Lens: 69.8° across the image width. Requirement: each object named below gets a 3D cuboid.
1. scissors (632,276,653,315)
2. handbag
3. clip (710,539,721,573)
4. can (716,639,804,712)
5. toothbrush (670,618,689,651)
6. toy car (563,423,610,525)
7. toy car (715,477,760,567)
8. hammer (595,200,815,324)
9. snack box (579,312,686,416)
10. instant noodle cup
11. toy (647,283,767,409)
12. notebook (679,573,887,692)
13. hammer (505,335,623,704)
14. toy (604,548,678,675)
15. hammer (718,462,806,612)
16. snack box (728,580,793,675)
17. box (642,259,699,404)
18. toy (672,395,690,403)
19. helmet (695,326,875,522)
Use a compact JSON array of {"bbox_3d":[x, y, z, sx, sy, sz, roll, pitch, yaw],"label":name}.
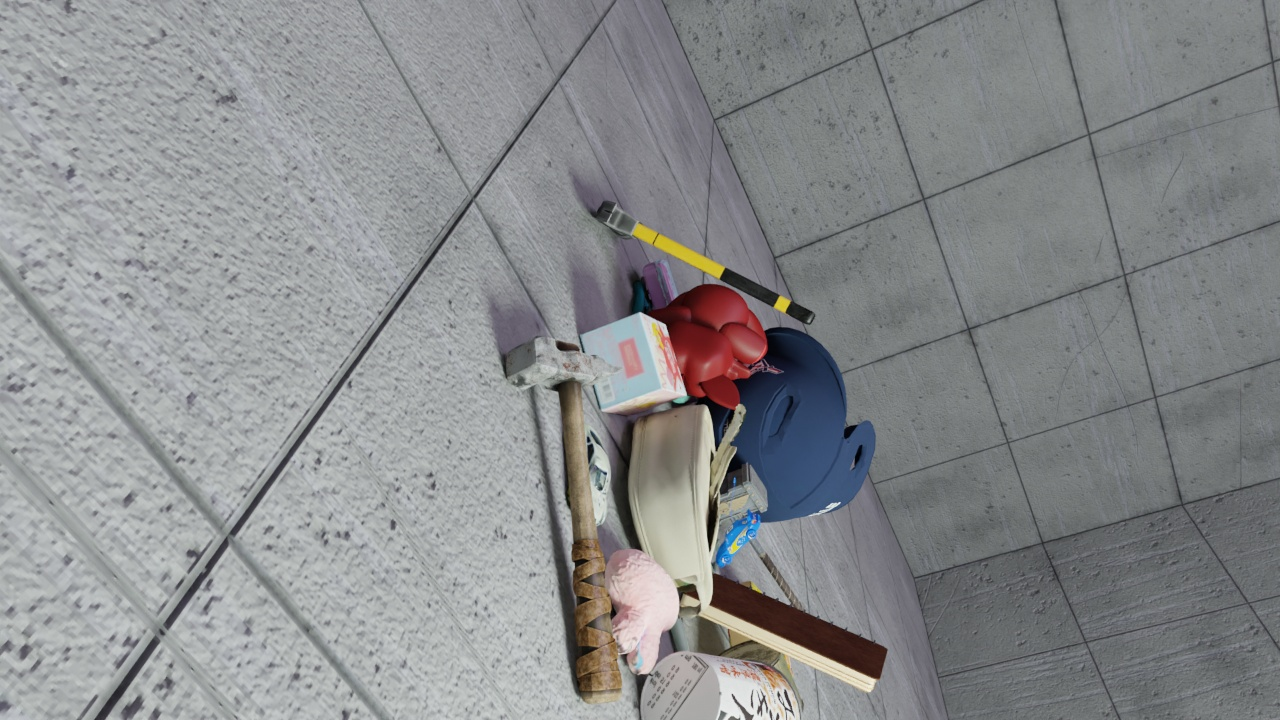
[{"bbox_3d":[0.006,-0.079,1.300,0.136,0.019,0.138,22,49,-72],"label":"scissors"},{"bbox_3d":[0.068,0.152,1.021,0.228,0.132,0.184,-49,126,-74],"label":"handbag"},{"bbox_3d":[0.083,0.246,1.139,0.023,0.044,0.076,66,18,-4],"label":"clip"},{"bbox_3d":[0.129,0.368,1.027,0.074,0.090,0.089,68,17,-5],"label":"can"},{"bbox_3d":[0.047,0.315,0.963,0.022,0.015,0.154,1,66,-42],"label":"toothbrush"},{"bbox_3d":[-0.048,0.108,0.879,0.048,0.033,0.105,53,24,-48],"label":"toy car"},{"bbox_3d":[0.101,0.186,1.052,0.062,0.092,0.033,40,15,-5],"label":"toy car"},{"bbox_3d":[0.082,-0.128,1.211,0.324,0.034,0.169,28,5,10],"label":"hammer"},{"bbox_3d":[-0.006,0.006,1.047,0.094,0.080,0.093,21,51,-69],"label":"snack box"},{"bbox_3d":[0.069,0.329,0.857,0.121,0.124,0.123,39,34,-44],"label":"instant noodle cup"},{"bbox_3d":[0.074,-0.013,1.171,0.196,0.158,0.121,-60,166,-49],"label":"toy"},{"bbox_3d":[0.168,0.307,1.055,0.024,0.226,0.167,-70,161,1],"label":"notebook"},{"bbox_3d":[-0.050,0.130,0.800,0.121,0.049,0.318,17,57,-46],"label":"hammer"},{"bbox_3d":[-0.001,0.232,0.852,0.108,0.053,0.104,58,31,-36],"label":"toy"},{"bbox_3d":[0.173,0.275,1.225,0.322,0.099,0.044,56,21,-27],"label":"hammer"},{"bbox_3d":[0.155,0.359,1.209,0.126,0.040,0.088,52,24,-46],"label":"snack box"},{"bbox_3d":[0.053,-0.042,1.338,0.076,0.033,0.214,-57,130,-75],"label":"box"},{"bbox_3d":[0.038,0.019,1.257,0.105,0.033,0.085,52,20,-29],"label":"toy"},{"bbox_3d":[0.178,0.088,1.271,0.222,0.233,0.272,11,84,-38],"label":"helmet"}]
